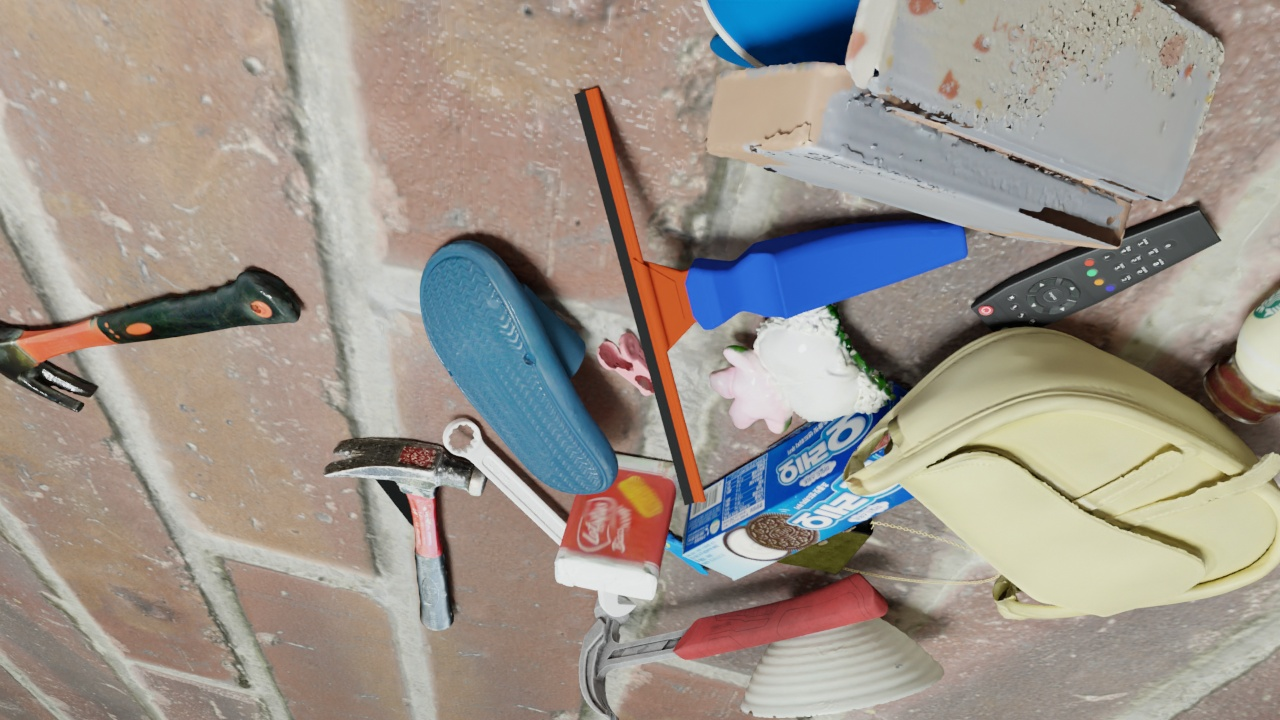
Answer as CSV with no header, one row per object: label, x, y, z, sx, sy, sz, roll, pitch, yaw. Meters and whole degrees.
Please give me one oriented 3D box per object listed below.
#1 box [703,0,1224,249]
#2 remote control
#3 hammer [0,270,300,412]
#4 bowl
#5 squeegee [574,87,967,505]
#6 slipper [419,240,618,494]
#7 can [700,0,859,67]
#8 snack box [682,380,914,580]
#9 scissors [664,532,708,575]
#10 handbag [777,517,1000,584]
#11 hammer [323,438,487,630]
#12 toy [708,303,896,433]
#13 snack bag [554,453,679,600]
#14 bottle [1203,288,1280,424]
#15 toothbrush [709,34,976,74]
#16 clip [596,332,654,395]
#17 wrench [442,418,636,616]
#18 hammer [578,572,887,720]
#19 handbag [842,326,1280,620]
box,0.139,-0.109,0.385,0.216,0.096,0.105,6,-177,-36
remote control,0.248,-0.048,0.508,0.039,0.010,0.125,39,134,-25
hammer,-0.406,-0.025,0.724,0.334,0.033,0.133,-8,132,24
bowl,0.167,0.252,0.802,0.177,0.071,0.177,-12,170,-2
squeegee,0.086,-0.049,0.516,0.185,0.055,0.249,-11,107,15
slipper,-0.081,0.008,0.639,0.104,0.059,0.214,-6,124,36
can,0.090,-0.184,0.352,0.079,0.078,0.146,28,138,-14
snack box,0.119,0.095,0.673,0.059,0.059,0.227,30,137,-21
scissors,0.016,0.164,0.816,0.105,0.019,0.132,-22,126,39
handbag,0.205,0.155,0.746,0.178,0.027,0.084,12,141,-4
hammer,-0.215,0.182,0.893,0.140,0.036,0.327,12,140,2
toy,0.097,0.008,0.591,0.109,0.041,0.096,-24,112,30
snack bag,-0.015,0.123,0.704,0.077,0.115,0.036,9,133,7
bottle,0.357,-0.028,0.461,0.056,0.056,0.162,18,139,-3
toothbrush,0.098,-0.145,0.441,0.132,0.016,0.021,8,138,8
clip,0.000,0.002,0.635,0.037,0.022,0.058,-23,132,32
wrench,-0.079,0.142,0.804,0.273,0.047,0.009,51,166,-32
hammer,0.069,0.243,0.808,0.317,0.126,0.036,-24,127,34
handbag,0.258,0.077,0.548,0.232,0.088,0.191,38,114,-24
